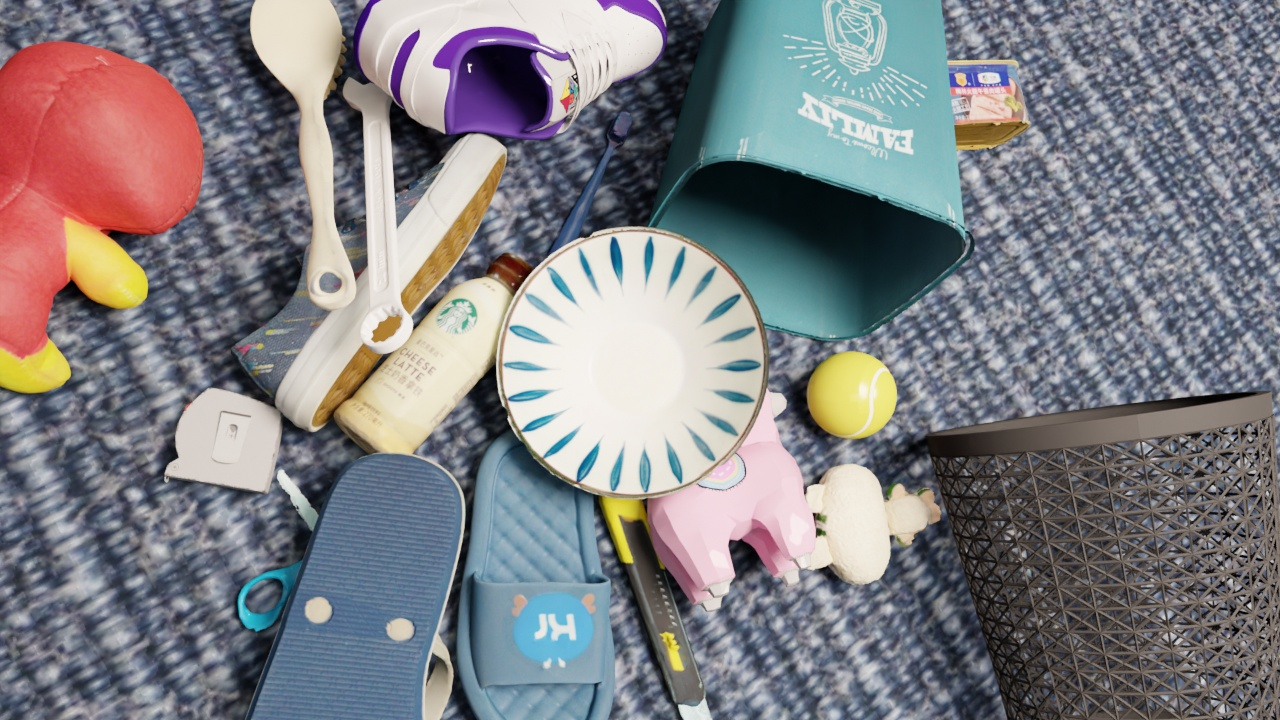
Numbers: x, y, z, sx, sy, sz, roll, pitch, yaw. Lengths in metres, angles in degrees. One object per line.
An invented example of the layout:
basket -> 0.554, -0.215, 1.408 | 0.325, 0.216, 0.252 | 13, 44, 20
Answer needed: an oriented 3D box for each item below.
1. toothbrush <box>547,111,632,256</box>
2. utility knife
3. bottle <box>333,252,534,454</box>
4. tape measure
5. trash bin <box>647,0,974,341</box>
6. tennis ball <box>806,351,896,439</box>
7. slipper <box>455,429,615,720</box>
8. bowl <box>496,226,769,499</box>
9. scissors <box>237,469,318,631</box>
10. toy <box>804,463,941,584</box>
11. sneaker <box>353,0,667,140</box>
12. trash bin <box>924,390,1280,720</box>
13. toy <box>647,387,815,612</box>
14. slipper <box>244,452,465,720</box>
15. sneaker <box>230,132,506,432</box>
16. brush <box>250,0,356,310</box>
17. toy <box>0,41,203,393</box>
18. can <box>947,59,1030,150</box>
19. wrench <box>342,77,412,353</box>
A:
toothbrush -> -0.046, -0.109, 0.685 | 0.016, 0.017, 0.189 | 26, 71, -8
utility knife -> 0.016, 0.179, 0.633 | 0.028, 0.020, 0.203 | -19, 83, -17
bottle -> -0.130, -0.004, 0.615 | 0.056, 0.057, 0.161 | 40, 70, -3
tape measure -> -0.262, 0.052, 0.584 | 0.060, 0.020, 0.062 | 12, 74, -13
trash bin -> 0.116, -0.161, 0.660 | 0.196, 0.200, 0.218 | 15, 66, -12
tennis ball -> 0.157, 0.026, 0.683 | 0.065, 0.065, 0.065 | 4, 76, -15
slipper -> -0.068, 0.147, 0.596 | 0.103, 0.059, 0.213 | -2, 76, -14
bowl -> -0.004, 0.004, 0.625 | 0.177, 0.071, 0.177 | 0, 85, 3
scissors -> -0.194, 0.127, 0.591 | 0.133, 0.014, 0.127 | 33, 66, -2
toy -> 0.159, 0.118, 0.670 | 0.112, 0.050, 0.087 | -7, 83, -26
sneaker -> -0.061, -0.207, 0.631 | 0.243, 0.092, 0.111 | -20, 54, -32
trash bin -> 0.329, 0.157, 0.633 | 0.216, 0.217, 0.243 | -7, 85, -17
toy -> 0.060, 0.083, 0.637 | 0.123, 0.067, 0.157 | -14, 63, -11
slipper -> -0.172, 0.202, 0.553 | 0.118, 0.060, 0.294 | 11, 79, -10
sneaker -> -0.177, -0.069, 0.606 | 0.079, 0.087, 0.235 | 33, 73, 0
brush -> -0.210, -0.142, 0.589 | 0.062, 0.077, 0.272 | -18, 60, 0
toy -> -0.359, -0.096, 0.556 | 0.147, 0.099, 0.216 | 32, 75, -14
can -> 0.279, -0.217, 0.784 | 0.099, 0.054, 0.059 | -7, 80, -17
wrench -> -0.168, -0.112, 0.590 | 0.047, 0.009, 0.273 | -20, 53, 7
